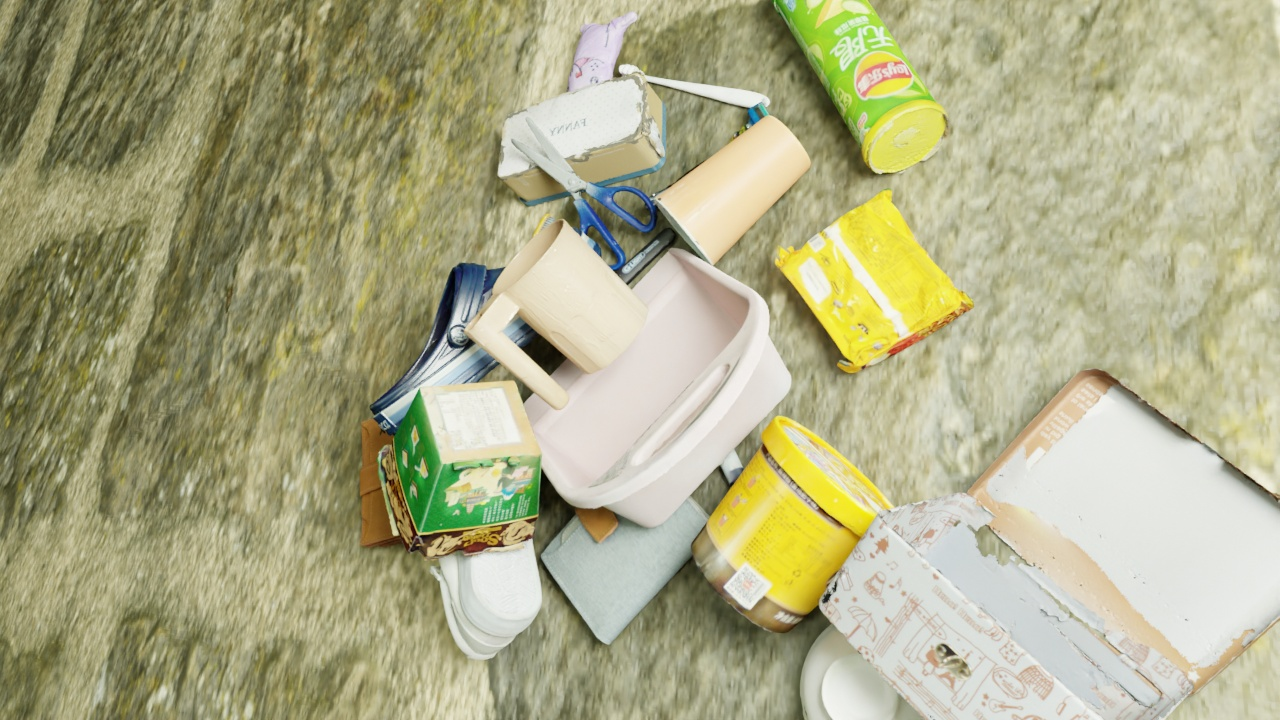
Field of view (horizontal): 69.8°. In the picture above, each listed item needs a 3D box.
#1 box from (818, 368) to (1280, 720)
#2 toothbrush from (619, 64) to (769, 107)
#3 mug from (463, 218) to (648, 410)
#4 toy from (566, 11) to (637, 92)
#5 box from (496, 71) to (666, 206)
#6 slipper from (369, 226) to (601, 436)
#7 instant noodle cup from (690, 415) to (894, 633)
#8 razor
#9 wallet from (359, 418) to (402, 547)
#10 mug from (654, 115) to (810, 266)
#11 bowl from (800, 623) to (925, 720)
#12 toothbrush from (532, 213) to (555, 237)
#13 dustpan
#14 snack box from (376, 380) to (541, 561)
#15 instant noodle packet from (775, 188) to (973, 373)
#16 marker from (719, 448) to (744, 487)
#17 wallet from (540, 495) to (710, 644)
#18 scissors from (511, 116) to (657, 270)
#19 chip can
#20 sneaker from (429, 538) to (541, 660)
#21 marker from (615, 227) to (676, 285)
[{"bbox_3d":[0.247,0.126,0.536,0.227,0.156,0.180,-52,55,13],"label":"box"},{"bbox_3d":[0.049,-0.268,0.893,0.180,0.016,0.016,24,85,34],"label":"toothbrush"},{"bbox_3d":[-0.067,-0.036,0.749,0.124,0.103,0.084,-54,22,-19],"label":"mug"},{"bbox_3d":[-0.045,-0.306,0.946,0.084,0.039,0.108,3,71,46],"label":"toy"},{"bbox_3d":[-0.065,-0.217,0.915,0.185,0.059,0.089,-9,65,29],"label":"box"},{"bbox_3d":[-0.147,-0.038,0.820,0.252,0.095,0.105,-45,14,-18],"label":"slipper"},{"bbox_3d":[0.106,0.120,0.650,0.114,0.118,0.118,-51,55,11],"label":"instant noodle cup"},{"bbox_3d":[0.063,-0.181,0.848,0.143,0.022,0.042,-36,31,16],"label":"razor"},{"bbox_3d":[-0.226,0.108,0.891,0.108,0.031,0.131,-17,62,21],"label":"wallet"},{"bbox_3d":[0.083,-0.150,0.796,0.123,0.078,0.078,-40,56,3],"label":"mug"},{"bbox_3d":[0.154,0.221,0.609,0.118,0.064,0.118,-11,65,25],"label":"bowl"},{"bbox_3d":[-0.131,-0.061,0.914,0.018,0.016,0.191,23,82,25],"label":"toothbrush"},{"bbox_3d":[-0.004,0.004,0.716,0.222,0.139,0.273,-49,49,-2],"label":"dustpan"},{"bbox_3d":[-0.135,0.077,0.724,0.117,0.118,0.106,63,144,38],"label":"snack box"},{"bbox_3d":[0.179,-0.063,0.721,0.111,0.044,0.128,-31,62,8],"label":"instant noodle packet"},{"bbox_3d":[0.068,0.069,0.748,0.022,0.018,0.130,-19,59,-7],"label":"marker"},{"bbox_3d":[-0.015,0.147,0.751,0.130,0.037,0.106,-48,56,4],"label":"wallet"},{"bbox_3d":[-0.062,-0.154,0.871,0.171,0.012,0.141,15,106,21],"label":"scissors"},{"bbox_3d":[0.181,-0.261,0.783,0.073,0.072,0.221,-30,59,16],"label":"chip can"},{"bbox_3d":[-0.146,0.146,0.805,0.091,0.089,0.242,-57,38,34],"label":"sneaker"},{"bbox_3d":[-0.015,-0.079,0.855,0.124,0.015,0.018,-42,60,7],"label":"marker"}]
